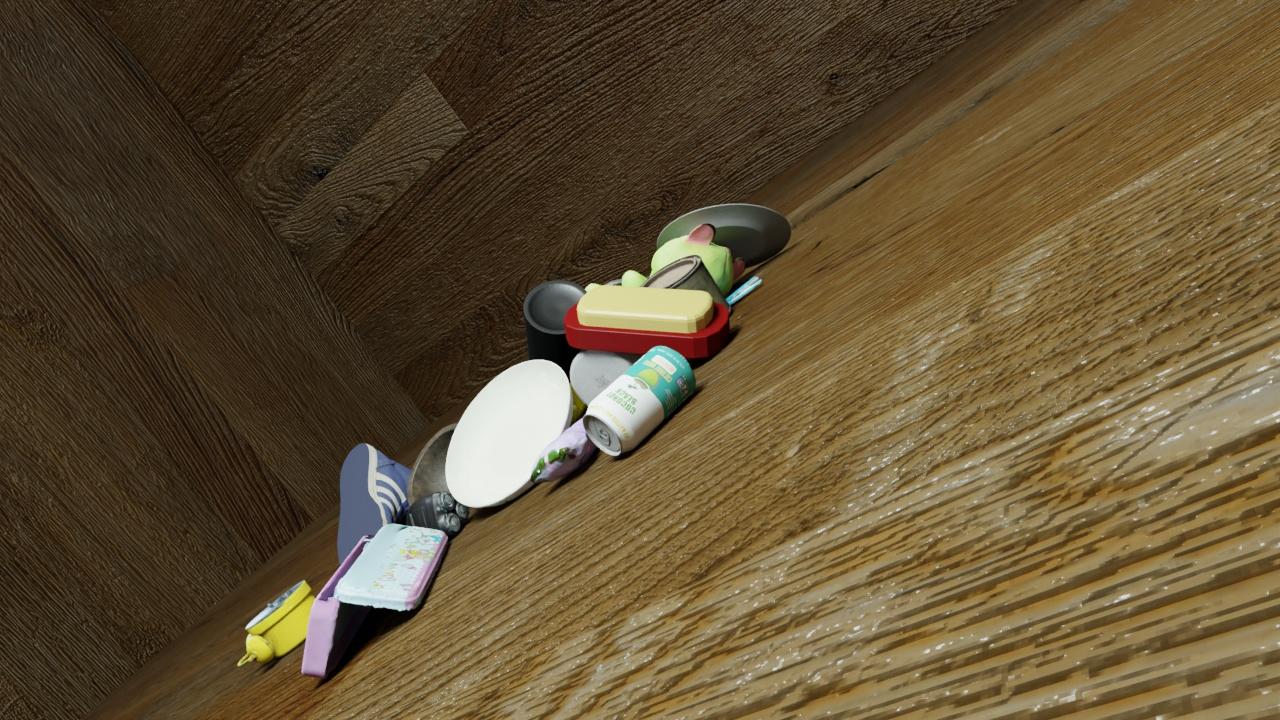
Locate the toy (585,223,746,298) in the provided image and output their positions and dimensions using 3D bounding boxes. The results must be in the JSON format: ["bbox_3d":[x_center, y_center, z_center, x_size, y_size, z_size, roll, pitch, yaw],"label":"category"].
[{"bbox_3d":[0.039,-0.087,1.190,0.197,0.107,0.150,-26,-32,16],"label":"toy"}]

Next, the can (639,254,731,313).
[{"bbox_3d":[0.050,-0.071,1.081,0.090,0.074,0.089,-29,20,12],"label":"can"}]

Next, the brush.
[{"bbox_3d":[0.006,-0.044,0.952,0.173,0.042,0.082,5,31,18],"label":"brush"}]

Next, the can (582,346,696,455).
[{"bbox_3d":[0.000,0.035,0.804,0.101,0.055,0.055,-41,8,-29],"label":"can"}]

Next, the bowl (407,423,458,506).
[{"bbox_3d":[-0.234,0.146,1.161,0.121,0.056,0.121,-29,43,30],"label":"bowl"}]

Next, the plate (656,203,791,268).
[{"bbox_3d":[0.111,-0.155,1.218,0.178,0.012,0.179,-3,-23,-2],"label":"plate"}]

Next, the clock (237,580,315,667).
[{"bbox_3d":[-0.428,0.315,1.084,0.118,0.057,0.083,-40,8,-24],"label":"clock"}]

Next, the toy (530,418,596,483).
[{"bbox_3d":[-0.069,0.088,0.883,0.080,0.036,0.099,-45,-2,29],"label":"toy"}]

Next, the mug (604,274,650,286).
[{"bbox_3d":[-0.004,-0.084,1.292,0.107,0.116,0.080,-24,49,6],"label":"mug"}]

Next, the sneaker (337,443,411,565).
[{"bbox_3d":[-0.336,0.222,1.245,0.091,0.118,0.233,-44,39,12],"label":"sneaker"}]

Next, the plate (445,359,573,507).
[{"bbox_3d":[-0.139,0.085,1.013,0.183,0.034,0.182,-26,43,27],"label":"plate"}]

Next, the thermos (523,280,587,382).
[{"bbox_3d":[-0.105,-0.008,1.210,0.086,0.086,0.199,-41,-25,-27],"label":"thermos"}]

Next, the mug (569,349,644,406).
[{"bbox_3d":[-0.038,0.014,1.004,0.113,0.084,0.070,-31,12,33],"label":"mug"}]

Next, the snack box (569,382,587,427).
[{"bbox_3d":[-0.138,0.095,1.125,0.121,0.045,0.180,-34,8,19],"label":"snack box"}]

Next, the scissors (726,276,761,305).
[{"bbox_3d":[0.096,-0.063,1.147,0.139,0.013,0.118,-42,6,-13],"label":"scissors"}]

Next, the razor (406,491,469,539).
[{"bbox_3d":[-0.239,0.188,1.060,0.067,0.054,0.152,-12,-12,-24],"label":"razor"}]

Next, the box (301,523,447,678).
[{"bbox_3d":[-0.247,0.228,0.887,0.214,0.091,0.090,-128,48,-83],"label":"box"}]
